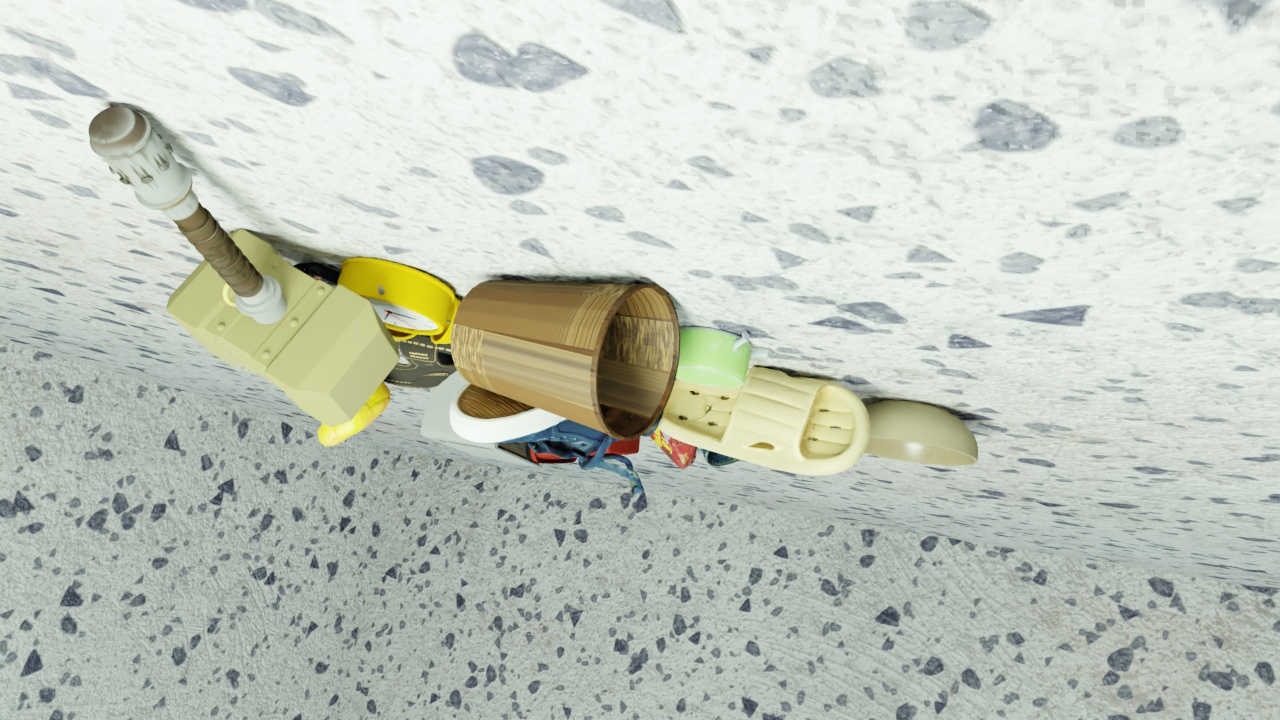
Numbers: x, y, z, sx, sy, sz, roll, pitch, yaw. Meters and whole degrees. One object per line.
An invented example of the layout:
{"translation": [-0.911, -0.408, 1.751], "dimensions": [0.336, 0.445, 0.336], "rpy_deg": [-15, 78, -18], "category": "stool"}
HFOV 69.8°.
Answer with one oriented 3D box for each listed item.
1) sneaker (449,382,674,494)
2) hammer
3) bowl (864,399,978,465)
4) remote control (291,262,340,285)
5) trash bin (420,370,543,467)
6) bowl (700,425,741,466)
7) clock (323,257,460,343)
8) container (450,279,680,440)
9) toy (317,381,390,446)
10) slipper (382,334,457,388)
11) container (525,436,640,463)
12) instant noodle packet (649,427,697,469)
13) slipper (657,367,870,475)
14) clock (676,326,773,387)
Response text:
{"translation": [-0.072, 0.071, 0.937], "dimensions": [0.121, 0.127, 0.293], "rpy_deg": [22, -162, 35], "category": "sneaker"}
{"translation": [-0.333, -0.082, 0.739], "dimensions": [0.190, 0.100, 0.325], "rpy_deg": [28, 159, 16], "category": "hammer"}
{"translation": [0.304, 0.079, 1.040], "dimensions": [0.152, 0.050, 0.152], "rpy_deg": [11, 168, 2], "category": "bowl"}
{"translation": [-0.299, -0.071, 0.975], "dimensions": [0.047, 0.022, 0.150], "rpy_deg": [3, 164, 35], "category": "remote control"}
{"translation": [-0.227, 0.087, 1.417], "dimensions": [0.114, 0.114, 0.229], "rpy_deg": [8, 168, 14], "category": "trash bin"}
{"translation": [0.116, 0.072, 1.128], "dimensions": [0.114, 0.060, 0.114], "rpy_deg": [-23, 150, -14], "category": "bowl"}
{"translation": [-0.239, -0.056, 0.919], "dimensions": [0.114, 0.052, 0.152], "rpy_deg": [6, 163, 25], "category": "clock"}
{"translation": [-0.070, -0.012, 0.806], "dimensions": [0.167, 0.132, 0.132], "rpy_deg": [11, 170, 31], "category": "container"}
{"translation": [-0.356, -0.004, 1.033], "dimensions": [0.087, 0.194, 0.135], "rpy_deg": [-30, 177, -28], "category": "toy"}
{"translation": [-0.261, -0.003, 1.085], "dimensions": [0.268, 0.076, 0.112], "rpy_deg": [2, -175, 42], "category": "slipper"}
{"translation": [-0.112, 0.076, 1.238], "dimensions": [0.201, 0.127, 0.148], "rpy_deg": [1, 175, 21], "category": "container"}
{"translation": [0.020, 0.069, 1.130], "dimensions": [0.135, 0.039, 0.099], "rpy_deg": [48, 164, 21], "category": "instant noodle packet"}
{"translation": [0.117, 0.047, 0.985], "dimensions": [0.262, 0.111, 0.079], "rpy_deg": [7, 147, 37], "category": "slipper"}
{"translation": [0.060, -0.003, 0.906], "dimensions": [0.119, 0.042, 0.094], "rpy_deg": [4, 165, 32], "category": "clock"}
